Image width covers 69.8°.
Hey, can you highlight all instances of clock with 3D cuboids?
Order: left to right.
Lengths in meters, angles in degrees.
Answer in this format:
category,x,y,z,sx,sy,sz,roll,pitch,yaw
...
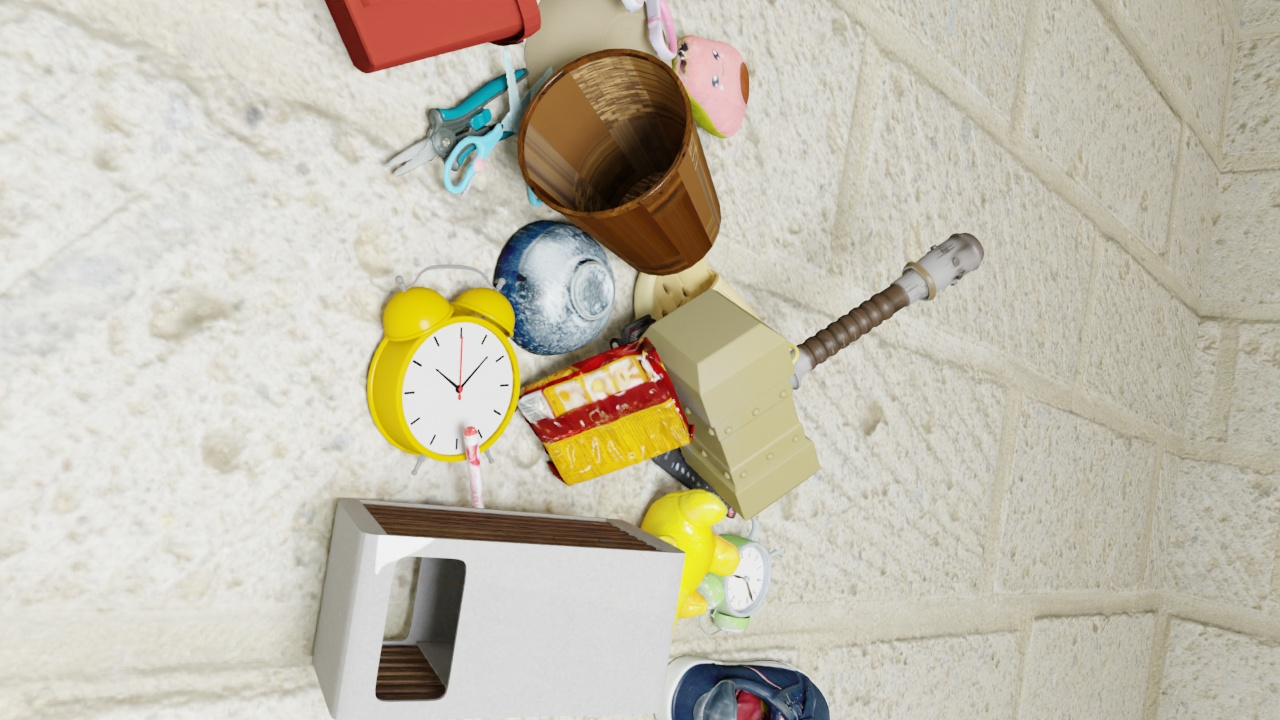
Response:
category,x,y,z,sx,sy,sz,roll,pitch,yaw
clock,-0.143,0.005,0.685,0.113,0.052,0.152,-4,101,-45
clock,0.095,0.231,0.960,0.119,0.043,0.094,-56,128,-26

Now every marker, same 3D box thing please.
category,x,y,z,sx,sy,sz,roll,pitch,yaw
marker,-0.125,0.107,0.705,0.012,0.013,0.142,-33,138,-39

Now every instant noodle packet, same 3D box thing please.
category,x,y,z,sx,sy,sz,roll,pitch,yaw
instant noodle packet,-0.032,0.045,0.756,0.039,0.136,0.098,-76,142,-66

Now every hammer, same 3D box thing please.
category,x,y,z,sx,sy,sz,roll,pitch,yaw
hammer,0.178,-0.022,0.827,0.324,0.100,0.190,-32,129,-13

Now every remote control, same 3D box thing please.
category,x,y,z,sx,sy,sz,roll,pitch,yaw
remote control,0.059,0.111,0.926,0.150,0.022,0.047,42,65,-42

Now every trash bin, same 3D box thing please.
category,x,y,z,sx,sy,sz,roll,pitch,yaw
trash bin,-0.100,0.174,0.652,0.228,0.115,0.114,9,90,-26

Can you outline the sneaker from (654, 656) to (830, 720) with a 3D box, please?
category,x,y,z,sx,sy,sz,roll,pitch,yaw
sneaker,0.147,0.387,0.975,0.294,0.127,0.120,30,71,-45

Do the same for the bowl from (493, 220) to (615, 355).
category,x,y,z,sx,sy,sz,roll,pitch,yaw
bowl,-0.059,-0.059,0.756,0.114,0.061,0.114,-5,97,-45

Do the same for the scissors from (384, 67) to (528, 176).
category,x,y,z,sx,sy,sz,roll,pitch,yaw
scissors,-0.131,-0.182,0.695,0.127,0.019,0.142,21,86,-51

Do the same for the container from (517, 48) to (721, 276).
category,x,y,z,sx,sy,sz,roll,pitch,yaw
container,-0.003,-0.143,0.732,0.167,0.132,0.132,40,64,-67

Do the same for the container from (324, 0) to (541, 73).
category,x,y,z,sx,sy,sz,roll,pitch,yaw
container,-0.111,-0.280,0.602,0.200,0.127,0.148,-27,115,-15

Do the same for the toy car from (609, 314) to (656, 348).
category,x,y,z,sx,sy,sz,roll,pitch,yaw
toy car,-0.005,0.005,0.818,0.040,0.037,0.092,-29,142,-41

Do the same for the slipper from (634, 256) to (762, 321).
category,x,y,z,sx,sy,sz,roll,pitch,yaw
slipper,0.081,0.001,0.896,0.111,0.079,0.261,-49,127,-27

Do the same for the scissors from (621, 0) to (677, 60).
category,x,y,z,sx,sy,sz,roll,pitch,yaw
scissors,-0.001,-0.338,0.767,0.103,0.016,0.178,34,45,-51

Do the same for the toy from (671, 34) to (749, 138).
category,x,y,z,sx,sy,sz,roll,pitch,yaw
toy,0.063,-0.260,0.862,0.109,0.051,0.090,8,88,-51

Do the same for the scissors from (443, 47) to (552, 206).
category,x,y,z,sx,sy,sz,roll,pitch,yaw
scissors,-0.098,-0.167,0.718,0.135,0.015,0.134,-53,145,-14

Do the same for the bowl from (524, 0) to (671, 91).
category,x,y,z,sx,sy,sz,roll,pitch,yaw
bowl,-0.023,-0.249,0.777,0.152,0.051,0.152,-6,99,-45

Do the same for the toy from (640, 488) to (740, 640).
category,x,y,z,sx,sy,sz,roll,pitch,yaw
toy,0.006,0.206,0.837,0.193,0.087,0.134,-52,144,-24
